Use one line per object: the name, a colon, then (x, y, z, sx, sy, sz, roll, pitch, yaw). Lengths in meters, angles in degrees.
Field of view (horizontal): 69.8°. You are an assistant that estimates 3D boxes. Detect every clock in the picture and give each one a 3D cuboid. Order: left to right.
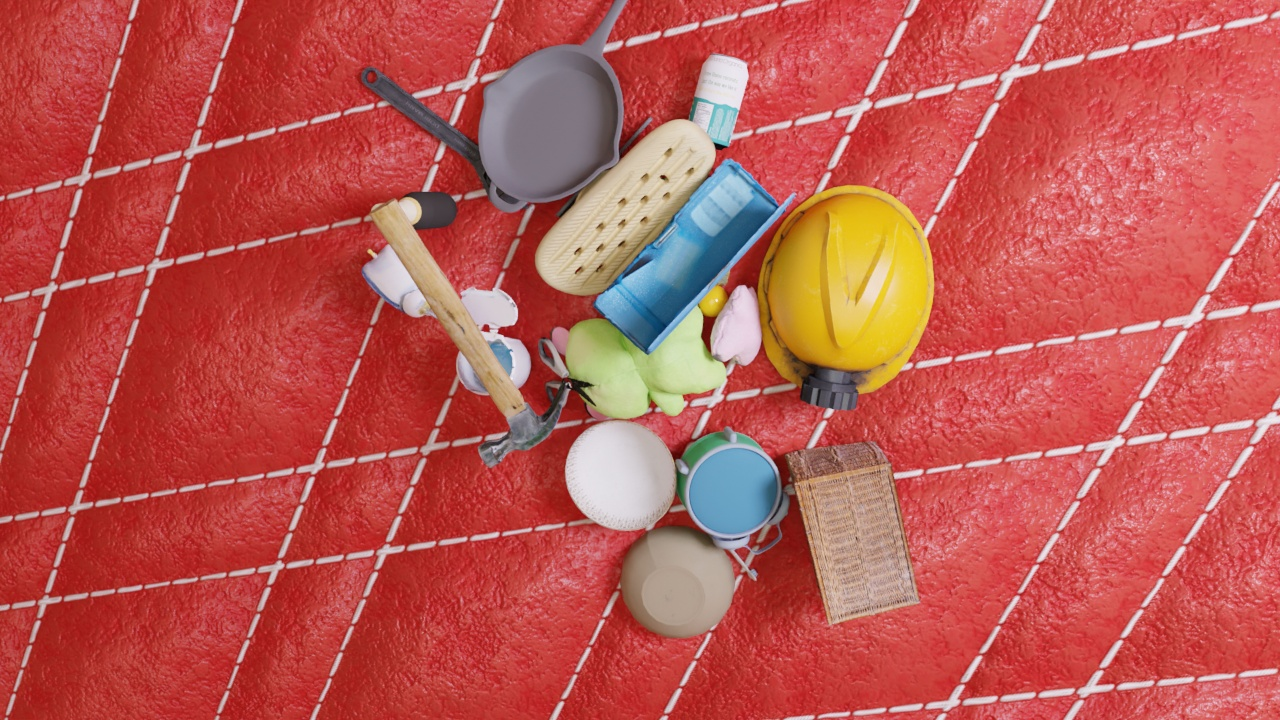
clock: (-0.290, -0.091, 1.152, 0.125, 0.088, 0.052, 44, 97, 0)
clock: (0.118, 0.169, 1.140, 0.122, 0.075, 0.161, -34, 104, -1)

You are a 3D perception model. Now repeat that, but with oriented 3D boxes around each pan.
pan: (-0.072, -0.331, 1.083, 0.216, 0.024, 0.355, 34, 96, 25)

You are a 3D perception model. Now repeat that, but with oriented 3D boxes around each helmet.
helmet: (0.236, -0.072, 1.048, 0.205, 0.131, 0.255, 9, 101, 8)

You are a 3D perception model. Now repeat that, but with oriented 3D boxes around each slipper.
slipper: (-0.017, -0.184, 1.094, 0.111, 0.079, 0.262, 37, 114, -23)

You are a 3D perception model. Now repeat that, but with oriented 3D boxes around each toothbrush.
toothbrush: (-0.044, -0.235, 1.123, 0.013, 0.012, 0.167, 42, 104, -9)
toothbrush: (0.092, 0.212, 1.180, 0.185, 0.024, 0.022, 52, 139, -3)

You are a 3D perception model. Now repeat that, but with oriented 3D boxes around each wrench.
wrench: (-0.237, -0.281, 1.144, 0.273, 0.018, 0.073, 37, 103, 2)

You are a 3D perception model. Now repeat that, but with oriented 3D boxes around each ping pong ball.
ping pong ball: (0.087, -0.073, 1.117, 0.040, 0.040, 0.040, 2, 101, 9)

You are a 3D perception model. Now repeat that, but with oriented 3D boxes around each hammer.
hammer: (-0.199, -0.034, 1.042, 0.132, 0.033, 0.330, -29, 114, 2)

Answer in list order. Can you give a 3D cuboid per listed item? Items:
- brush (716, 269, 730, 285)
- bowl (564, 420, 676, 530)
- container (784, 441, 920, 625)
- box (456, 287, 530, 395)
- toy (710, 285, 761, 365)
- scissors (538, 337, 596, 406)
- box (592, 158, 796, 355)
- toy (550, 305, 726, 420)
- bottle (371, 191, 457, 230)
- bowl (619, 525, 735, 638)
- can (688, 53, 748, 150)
brush: (0.083, -0.161, 1.093, 0.075, 0.055, 0.136, 14, 101, 0)
bowl: (-0.019, 0.136, 1.158, 0.145, 0.063, 0.145, 3, 105, 12)
container: (0.254, 0.202, 1.105, 0.113, 0.113, 0.198, -13, 100, 6)
box: (-0.180, -0.024, 1.122, 0.084, 0.147, 0.136, 12, 93, 4)
toy: (0.117, -0.043, 1.096, 0.053, 0.099, 0.096, 12, 92, 29)
scissors: (-0.089, 0.031, 1.122, 0.164, 0.012, 0.151, 55, 150, 33)
box: (0.056, -0.118, 1.003, 0.094, 0.112, 0.231, 44, 89, -1)
toy: (-0.007, 0.007, 1.114, 0.197, 0.107, 0.150, -20, 103, 14)
bottle: (-0.269, -0.176, 1.081, 0.045, 0.184, 0.045, 2, 100, 9)
bowl: (0.045, 0.294, 1.188, 0.152, 0.050, 0.152, 2, 101, 9)
can: (0.089, -0.300, 1.067, 0.055, 0.054, 0.102, 16, 103, 6)
